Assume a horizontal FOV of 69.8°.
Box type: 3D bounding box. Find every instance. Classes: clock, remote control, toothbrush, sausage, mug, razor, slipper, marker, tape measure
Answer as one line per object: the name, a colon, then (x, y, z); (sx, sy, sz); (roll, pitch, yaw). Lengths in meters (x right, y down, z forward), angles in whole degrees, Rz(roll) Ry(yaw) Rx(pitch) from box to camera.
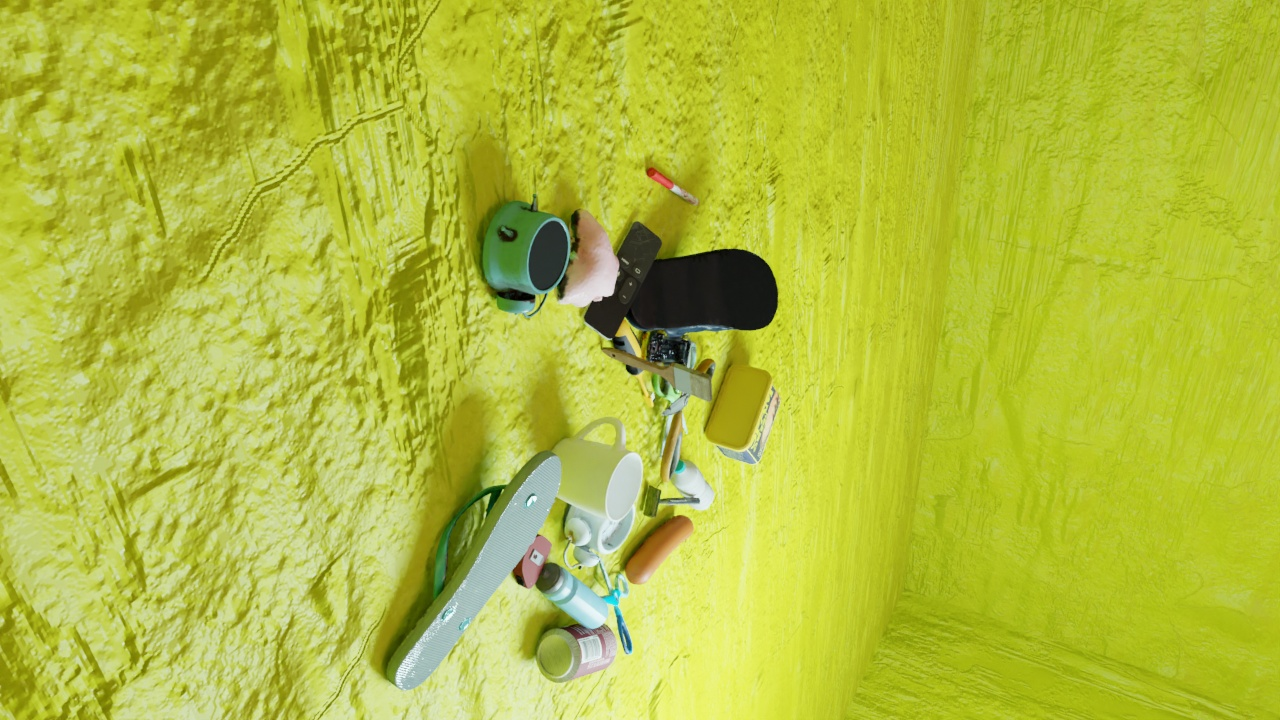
clock: (-0.057, 0.201, 1.113); (0.117, 0.057, 0.083); (-49, 143, -30)
remote control: (-0.020, -0.094, 1.063); (0.045, 0.008, 0.146); (36, 66, -23)
toothbrush: (-0.007, 0.007, 1.145); (0.030, 0.031, 0.197); (-58, 153, -23)
sausage: (0.029, 0.270, 1.329); (0.163, 0.039, 0.044); (-33, 128, -53)
clock: (-0.106, -0.093, 0.877); (0.089, 0.053, 0.124); (-54, 149, -35)
mug: (-0.053, 0.116, 1.043); (0.080, 0.088, 0.114); (-10, 112, -61)
razor: (0.048, 0.202, 1.318); (0.105, 0.026, 0.042); (8, 94, -46)
slipper: (-0.169, 0.202, 0.921); (0.268, 0.055, 0.098); (-57, 152, -11)
marker: (0.043, -0.215, 1.145); (0.142, 0.013, 0.013); (13, 92, -63)
tape measure: (-0.125, 0.225, 1.035); (0.058, 0.019, 0.051); (-65, 151, -20)
slipper: (0.065, -0.086, 1.185); (0.264, 0.084, 0.109); (-7, 93, -38)

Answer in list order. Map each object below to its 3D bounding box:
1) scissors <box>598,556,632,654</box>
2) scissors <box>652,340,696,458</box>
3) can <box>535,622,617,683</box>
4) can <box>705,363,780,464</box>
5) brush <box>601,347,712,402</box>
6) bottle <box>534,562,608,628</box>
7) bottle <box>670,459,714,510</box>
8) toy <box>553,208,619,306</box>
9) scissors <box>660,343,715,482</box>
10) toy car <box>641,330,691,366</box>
scissors: (-0.030, 0.325, 1.212); (0.134, 0.011, 0.140); (47, 28, -71)
scissors: (0.053, 0.050, 1.292); (0.171, 0.024, 0.165); (68, 38, -53)
can: (-0.078, 0.361, 1.143); (0.114, 0.063, 0.063); (19, 86, -63)
can: (0.168, 0.089, 1.468); (0.135, 0.075, 0.104); (-68, 155, -14)
brush: (0.017, 0.009, 1.062); (0.008, 0.143, 0.045); (-56, 156, -31)
bottle: (-0.084, 0.280, 1.098); (0.130, 0.040, 0.040); (52, 57, -44)
bottle: (0.074, 0.181, 1.365); (0.044, 0.044, 0.136); (-65, 151, -20)
toy: (-0.053, -0.102, 0.975); (0.093, 0.050, 0.102); (19, 83, -60)
scissors: (0.060, 0.069, 1.263); (0.224, 0.016, 0.230); (-32, 137, -66)
toy car: (0.035, -0.014, 1.207); (0.106, 0.030, 0.049); (9, 88, -57)
